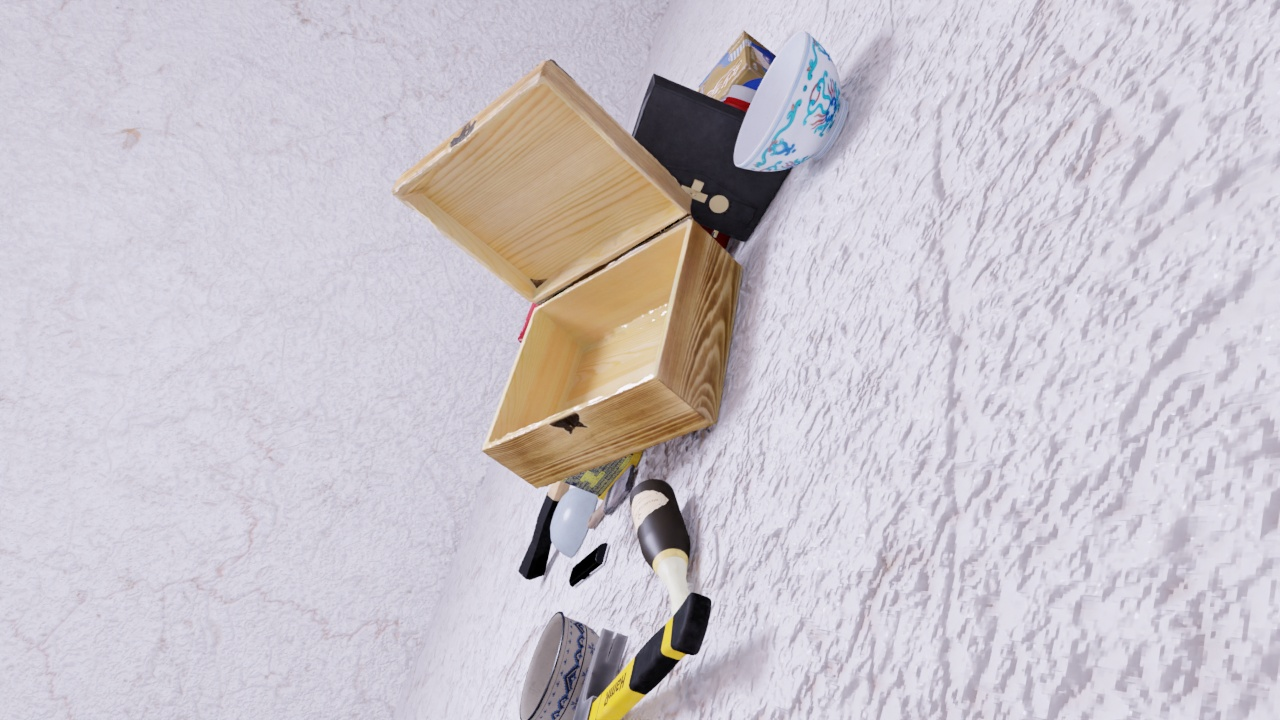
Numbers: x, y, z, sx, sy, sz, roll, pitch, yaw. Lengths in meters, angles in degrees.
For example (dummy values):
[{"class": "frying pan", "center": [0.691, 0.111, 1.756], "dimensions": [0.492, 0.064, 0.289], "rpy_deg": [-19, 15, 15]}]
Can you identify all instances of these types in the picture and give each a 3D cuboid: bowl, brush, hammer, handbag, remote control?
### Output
[{"class": "bowl", "center": [-0.076, 0.326, 0.952], "dimensions": [0.115, 0.059, 0.115], "rpy_deg": [-158, 91, -79]}, {"class": "bowl", "center": [0.161, -0.248, 0.925], "dimensions": [0.144, 0.074, 0.144], "rpy_deg": [-158, 91, -79]}, {"class": "brush", "center": [-0.040, 0.182, 1.184], "dimensions": [0.152, 0.012, 0.038], "rpy_deg": [127, 162, -51]}, {"class": "hammer", "center": [-0.119, 0.188, 1.360], "dimensions": [0.130, 0.039, 0.329], "rpy_deg": [-9, -54, -48]}, {"class": "bowl", "center": [-0.101, 0.225, 1.314], "dimensions": [0.106, 0.039, 0.106], "rpy_deg": [-158, 91, -79]}, {"class": "handbag", "center": [0.060, -0.199, 1.059], "dimensions": [0.072, 0.175, 0.196], "rpy_deg": [-90, 22, -64]}, {"class": "remote control", "center": [-0.067, 0.259, 1.162], "dimensions": [0.124, 0.012, 0.028], "rpy_deg": [129, 160, -56]}, {"class": "hammer", "center": [-0.007, 0.263, 0.755], "dimensions": [0.325, 0.034, 0.169], "rpy_deg": [117, 171, -50]}]

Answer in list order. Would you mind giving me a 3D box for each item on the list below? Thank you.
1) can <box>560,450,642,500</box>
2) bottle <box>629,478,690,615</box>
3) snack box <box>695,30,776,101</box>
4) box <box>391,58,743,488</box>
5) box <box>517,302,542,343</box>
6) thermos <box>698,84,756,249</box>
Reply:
[{"class": "can", "center": [-0.066, 0.113, 1.201], "dimensions": [0.136, 0.104, 0.075], "rpy_deg": [126, 162, -50]}, {"class": "bottle", "center": [0.025, 0.174, 0.821], "dimensions": [0.045, 0.045, 0.184], "rpy_deg": [-63, 19, 20]}, {"class": "snack box", "center": [0.106, -0.338, 1.280], "dimensions": [0.203, 0.069, 0.154], "rpy_deg": [-47, 21, 31]}, {"class": "box", "center": [-0.101, -0.090, 0.999], "dimensions": [0.280, 0.336, 0.285], "rpy_deg": [-26, 35, 39]}, {"class": "box", "center": [-0.093, -0.054, 1.400], "dimensions": [0.097, 0.157, 0.130], "rpy_deg": [-67, 11, -26]}, {"class": "thermos", "center": [0.094, -0.233, 1.123], "dimensions": [0.084, 0.108, 0.199], "rpy_deg": [-39, -26, -79]}]
